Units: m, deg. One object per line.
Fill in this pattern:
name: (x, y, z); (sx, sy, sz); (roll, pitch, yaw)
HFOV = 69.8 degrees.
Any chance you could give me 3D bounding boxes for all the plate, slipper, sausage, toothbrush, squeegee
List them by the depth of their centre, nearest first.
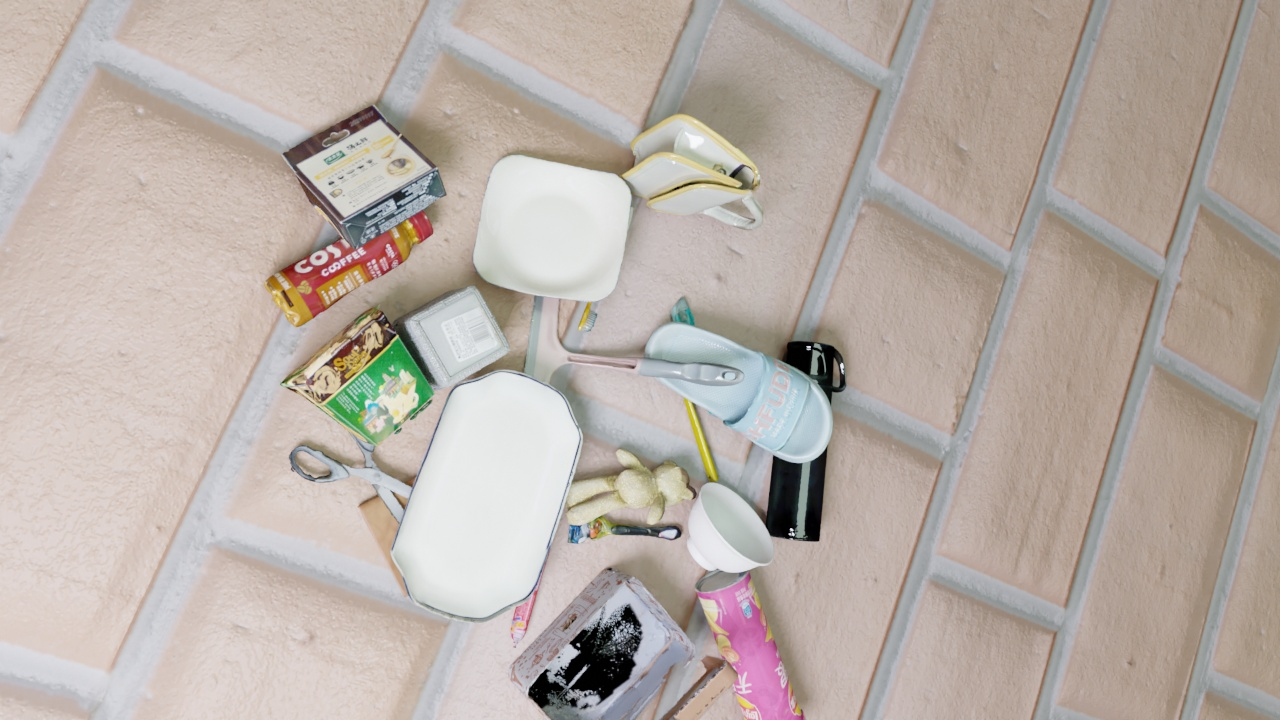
plate: (-0.162, 0.141, 0.977); (0.162, 0.034, 0.265); (22, 75, -20)
plate: (-0.098, -0.143, 1.027); (0.164, 0.034, 0.163); (11, 72, -6)
sausage: (-0.121, 0.246, 1.033); (0.020, 0.020, 0.155); (19, 81, -20)
toothbrush: (-0.035, -0.107, 1.045); (0.018, 0.016, 0.190); (26, 57, -9)
squeegee: (-0.006, 0.006, 1.045); (0.250, 0.040, 0.247); (7, 85, 8)
slipper: (0.119, 0.032, 1.070); (0.245, 0.074, 0.104); (28, 90, -4)
toothbrush: (0.064, 0.057, 1.115); (0.016, 0.016, 0.190); (-20, 96, -28)

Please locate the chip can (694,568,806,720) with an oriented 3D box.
chip can: (0.132, 0.356, 1.103); (0.071, 0.071, 0.210); (-23, 97, -21)

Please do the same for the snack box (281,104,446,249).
snack box: (-0.283, -0.190, 0.943); (0.113, 0.053, 0.125); (-35, 57, -19)

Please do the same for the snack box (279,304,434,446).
snack box: (-0.278, 0.023, 0.924); (0.118, 0.118, 0.105); (-44, 107, -20)

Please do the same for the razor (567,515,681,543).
razor: (-0.015, 0.199, 1.076); (0.142, 0.022, 0.042); (9, 86, -22)

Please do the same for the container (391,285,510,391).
container: (-0.197, -0.023, 0.958); (0.090, 0.114, 0.090); (-32, 100, -19)

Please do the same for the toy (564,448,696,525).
toy: (-0.015, 0.154, 1.056); (0.157, 0.105, 0.066); (-9, 135, -25)

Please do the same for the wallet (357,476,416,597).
wallet: (-0.233, 0.183, 0.990); (0.101, 0.020, 0.115); (-28, 101, -19)

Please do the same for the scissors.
scissors: (-0.282, 0.118, 0.960); (0.159, 0.014, 0.175); (-4, 80, -16)

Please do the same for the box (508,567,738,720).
box: (-0.015, 0.349, 0.979); (0.182, 0.193, 0.156); (-44, 103, -18)

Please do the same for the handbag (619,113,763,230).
handbag: (0.072, -0.194, 1.046); (0.178, 0.163, 0.063); (28, 80, -19)

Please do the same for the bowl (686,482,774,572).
bowl: (0.094, 0.211, 1.088); (0.118, 0.118, 0.065); (37, 113, -17)

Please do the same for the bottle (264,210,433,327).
bottle: (-0.298, -0.104, 0.951); (0.174, 0.057, 0.057); (-37, 101, -19)

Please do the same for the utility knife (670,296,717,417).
utility knife: (0.071, -0.001, 1.120); (0.029, 0.013, 0.157); (-24, 97, -21)

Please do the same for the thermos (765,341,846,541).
thermos: (0.211, 0.101, 1.144); (0.090, 0.068, 0.242); (10, 85, -21)
